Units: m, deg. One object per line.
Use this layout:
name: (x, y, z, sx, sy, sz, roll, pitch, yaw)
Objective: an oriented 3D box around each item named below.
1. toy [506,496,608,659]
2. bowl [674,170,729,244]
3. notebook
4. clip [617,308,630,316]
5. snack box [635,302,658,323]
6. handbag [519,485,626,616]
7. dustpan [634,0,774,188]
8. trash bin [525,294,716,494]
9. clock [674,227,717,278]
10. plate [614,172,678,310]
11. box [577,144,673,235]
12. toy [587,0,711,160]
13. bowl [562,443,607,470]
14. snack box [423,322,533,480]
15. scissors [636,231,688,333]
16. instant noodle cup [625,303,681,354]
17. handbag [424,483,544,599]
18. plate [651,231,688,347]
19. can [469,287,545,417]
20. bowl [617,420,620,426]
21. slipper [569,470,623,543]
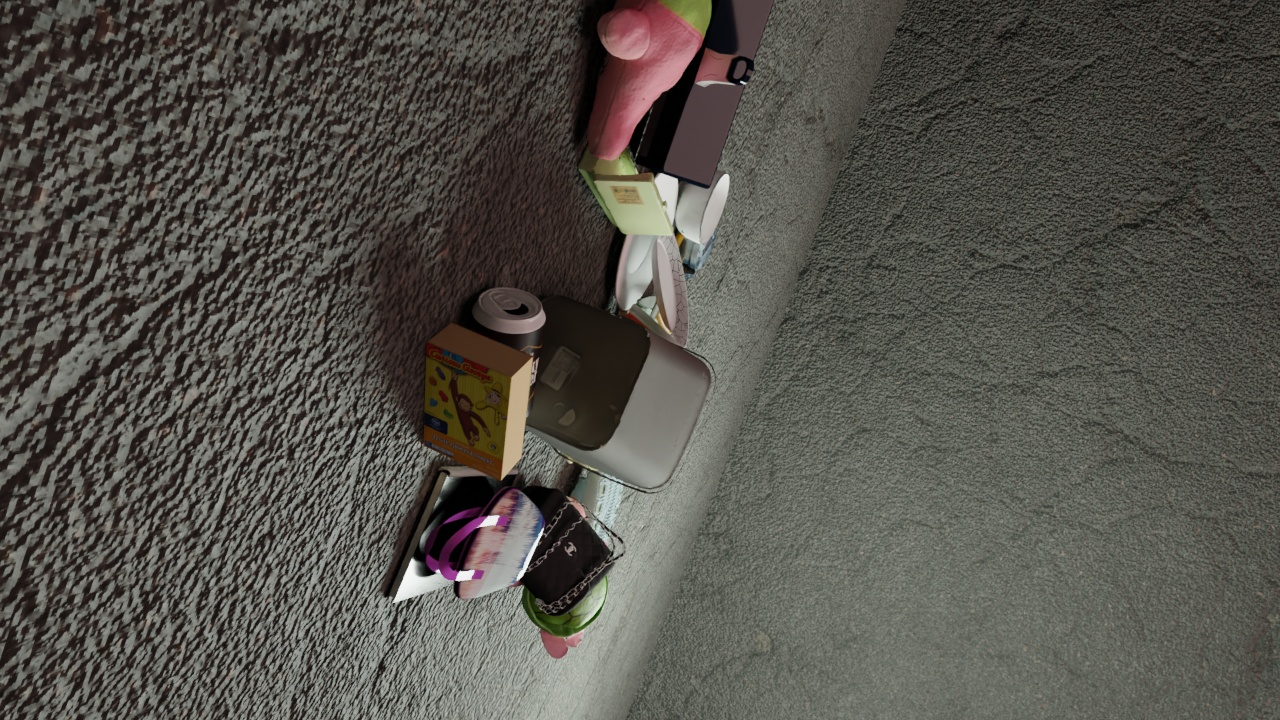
toy: (-0.110, 0.311, 1.337, 0.189, 0.088, 0.238, -5, 96, -36)
bowl: (0.086, -0.239, 1.394, 0.113, 0.063, 0.113, 23, 89, -76)
notebook: (-0.208, 0.191, 1.049, 0.149, 0.016, 0.206, -67, 166, 0)
clip: (-0.023, -0.055, 1.350, 0.045, 0.024, 0.062, -13, 118, -73)
snack box: (-0.013, -0.013, 1.440, 0.131, 0.027, 0.168, -28, 137, -70)
handbag: (-0.108, 0.257, 1.210, 0.124, 0.115, 0.154, -50, 121, -29)
dustpan: (0.066, -0.318, 1.007, 0.080, 0.273, 0.236, 10, 104, -35)
trash bin: (-0.043, 0.037, 1.102, 0.197, 0.197, 0.220, -67, 159, -6)
clock: (0.088, -0.186, 1.504, 0.130, 0.052, 0.090, 93, 23, -50)
plate: (0.005, -0.171, 1.288, 0.208, 0.015, 0.208, 22, 89, -77)
box: (-0.014, -0.212, 1.080, 0.188, 0.091, 0.083, 54, 36, -77)
toy: (0.006, -0.316, 0.939, 0.237, 0.097, 0.191, -61, 172, 15)
bowl: (-0.075, 0.106, 1.275, 0.074, 0.118, 0.118, -25, 163, 3)
snack box: (-0.155, 0.040, 0.868, 0.040, 0.088, 0.126, -50, 157, -51)
scissors: (0.035, -0.090, 1.423, 0.225, 0.016, 0.224, 75, 34, -58)
instant noodle cup: (-0.008, 0.007, 1.278, 0.121, 0.123, 0.123, -46, 164, -2)
handbag: (-0.182, 0.203, 1.027, 0.144, 0.068, 0.170, -65, 159, 1)
plate: (0.040, -0.109, 1.317, 0.188, 0.016, 0.188, -7, 89, -77)
can: (-0.136, -0.002, 0.911, 0.071, 0.072, 0.129, -48, 155, -54)
bowl: (-0.021, 0.095, 1.471, 0.052, 0.124, 0.123, 66, 22, -2)
slipper: (-0.092, 0.260, 1.454, 0.104, 0.074, 0.245, 42, 61, -67)
